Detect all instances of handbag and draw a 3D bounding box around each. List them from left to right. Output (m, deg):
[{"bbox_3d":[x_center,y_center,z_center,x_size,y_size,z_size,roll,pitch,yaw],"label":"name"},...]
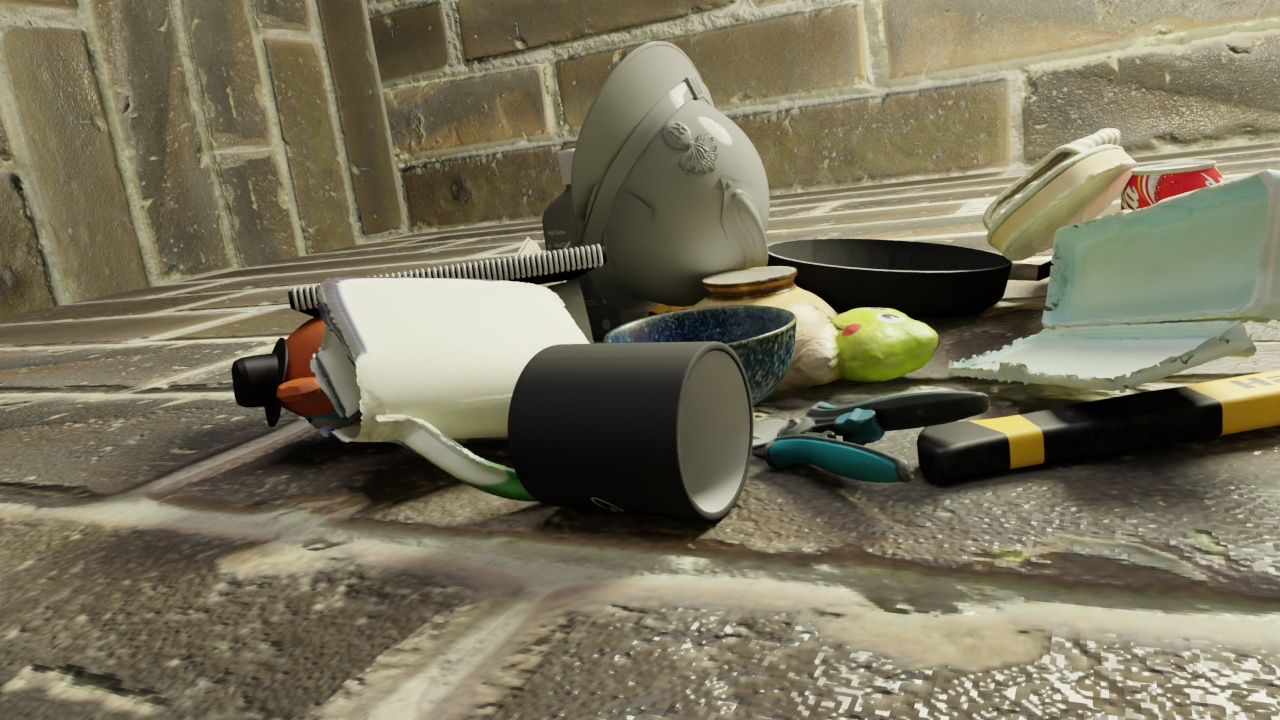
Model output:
[{"bbox_3d":[-0.094,0.026,0.513,0.151,0.074,0.176,-2,35,-34],"label":"handbag"}]

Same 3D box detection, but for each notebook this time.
[{"bbox_3d":[-0.139,-0.056,0.670,0.206,0.016,0.149,-10,2,-13],"label":"notebook"}]

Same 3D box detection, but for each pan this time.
[{"bbox_3d":[0.280,-0.068,0.764,0.356,0.044,0.203,6,15,17],"label":"pan"}]

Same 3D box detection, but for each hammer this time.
[{"bbox_3d":[0.288,0.019,0.419,0.324,0.034,0.169,-9,14,-1],"label":"hammer"}]

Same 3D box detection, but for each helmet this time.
[{"bbox_3d":[0.051,-0.119,0.741,0.118,0.271,0.183,29,70,26],"label":"helmet"}]

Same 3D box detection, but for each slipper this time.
[{"bbox_3d":[0.333,-0.129,0.721,0.115,0.054,0.271,-42,-17,34],"label":"slipper"}]

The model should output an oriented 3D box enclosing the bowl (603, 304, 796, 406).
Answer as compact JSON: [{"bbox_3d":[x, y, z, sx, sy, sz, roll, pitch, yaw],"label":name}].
[{"bbox_3d":[0.038,0.007,0.547,0.114,0.061,0.114,-7,15,2],"label":"bowl"}]

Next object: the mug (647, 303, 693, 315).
[{"bbox_3d":[0.039,-0.098,0.933,0.100,0.094,0.124,-15,13,-35],"label":"mug"}]

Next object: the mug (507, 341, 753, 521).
[{"bbox_3d":[0.005,0.035,0.437,0.088,0.078,0.113,0,-12,31],"label":"mug"}]

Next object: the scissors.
[{"bbox_3d":[0.096,0.036,0.438,0.156,0.019,0.124,-23,13,20],"label":"scissors"}]

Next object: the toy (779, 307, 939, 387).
[{"bbox_3d":[0.128,-0.007,0.596,0.118,0.043,0.092,-10,14,-1],"label":"toy"}]

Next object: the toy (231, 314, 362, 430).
[{"bbox_3d":[-0.178,0.005,0.615,0.175,0.096,0.112,7,5,-29],"label":"toy"}]

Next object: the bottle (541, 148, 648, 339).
[{"bbox_3d":[-0.046,-0.109,0.852,0.084,0.174,0.046,3,17,40],"label":"bottle"}]

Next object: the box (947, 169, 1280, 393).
[{"bbox_3d":[0.242,-0.032,0.483,0.126,0.074,0.197,-33,1,-1],"label":"box"}]

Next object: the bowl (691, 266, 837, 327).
[{"bbox_3d":[0.086,-0.035,0.697,0.145,0.063,0.145,-7,13,1],"label":"bowl"}]

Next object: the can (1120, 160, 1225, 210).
[{"bbox_3d":[0.371,-0.083,0.640,0.064,0.105,0.064,-7,13,2],"label":"can"}]

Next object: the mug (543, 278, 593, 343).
[{"bbox_3d":[-0.081,-0.008,0.704,0.089,0.071,0.107,-13,40,-4],"label":"mug"}]

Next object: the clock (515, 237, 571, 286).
[{"bbox_3d":[-0.109,-0.036,0.798,0.104,0.061,0.156,-49,13,45],"label":"clock"}]
